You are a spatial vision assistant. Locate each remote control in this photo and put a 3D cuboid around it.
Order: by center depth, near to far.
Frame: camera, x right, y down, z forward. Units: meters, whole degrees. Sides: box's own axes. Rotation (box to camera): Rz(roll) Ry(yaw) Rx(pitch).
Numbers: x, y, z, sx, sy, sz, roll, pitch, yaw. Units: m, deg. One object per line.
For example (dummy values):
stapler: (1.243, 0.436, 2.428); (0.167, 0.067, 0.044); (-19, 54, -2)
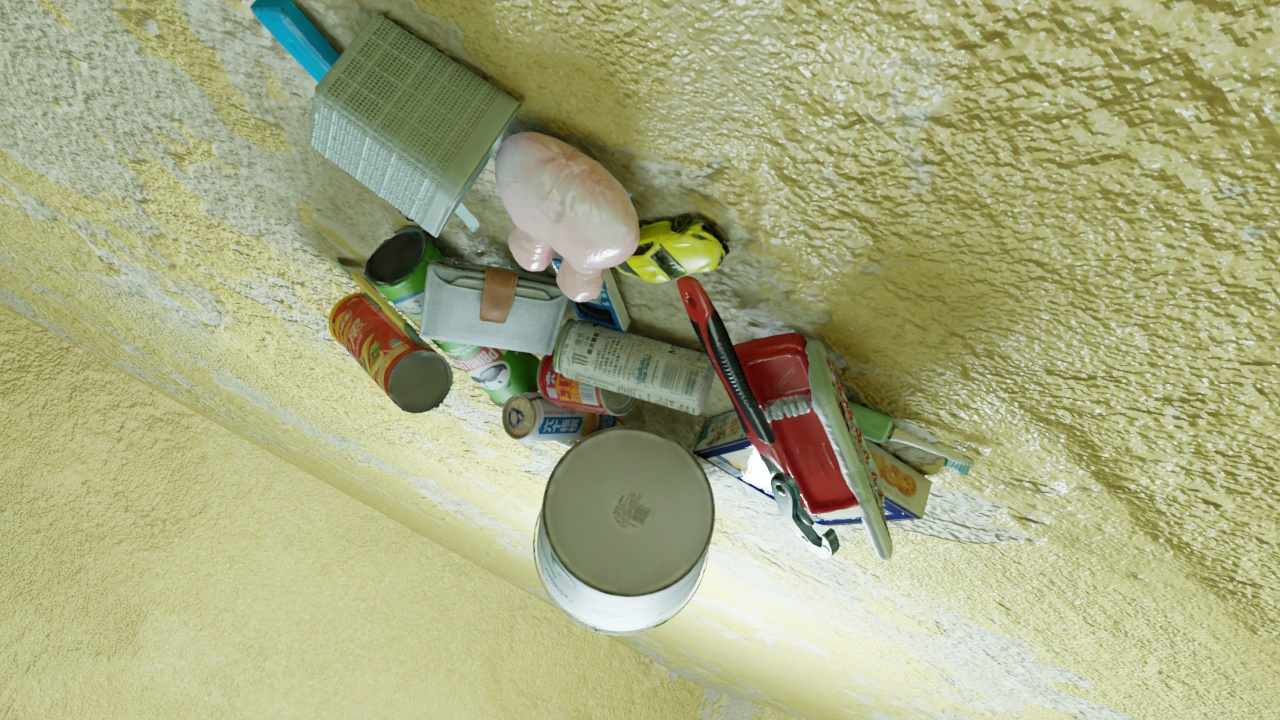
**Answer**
remote control: (-0.041, -0.062, 0.808); (0.049, 0.024, 0.125); (18, 161, 16)

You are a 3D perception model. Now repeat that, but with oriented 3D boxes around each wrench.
wrench: (0.094, 0.050, 0.750); (0.056, 0.016, 0.273); (6, 128, 62)

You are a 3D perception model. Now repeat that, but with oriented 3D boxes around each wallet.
wallet: (-0.137, -0.046, 0.854); (0.129, 0.036, 0.107); (8, 143, -13)

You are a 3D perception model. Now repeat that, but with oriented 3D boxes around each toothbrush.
toothbrush: (0.189, 0.051, 0.821); (0.224, 0.026, 0.027); (21, 118, 8)

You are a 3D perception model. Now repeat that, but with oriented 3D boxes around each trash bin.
trash bin: (-0.020, 0.195, 1.072); (0.229, 0.229, 0.252); (23, 161, 5)

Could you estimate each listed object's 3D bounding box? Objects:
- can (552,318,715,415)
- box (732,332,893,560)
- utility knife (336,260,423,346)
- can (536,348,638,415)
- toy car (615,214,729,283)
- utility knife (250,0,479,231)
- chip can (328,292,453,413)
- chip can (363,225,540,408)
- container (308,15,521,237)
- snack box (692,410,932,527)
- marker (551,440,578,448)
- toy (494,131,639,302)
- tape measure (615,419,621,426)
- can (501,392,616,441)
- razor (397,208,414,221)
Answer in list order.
can: (-0.005, 0.005, 0.863); (0.147, 0.058, 0.058); (16, 157, 11)
box: (0.145, 0.078, 0.773); (0.110, 0.099, 0.201); (-12, 126, 25)
utility knife: (-0.283, -0.069, 0.979); (0.201, 0.021, 0.031); (43, 162, 42)
can: (-0.054, 0.020, 0.949); (0.094, 0.066, 0.066); (5, 151, 39)
toy car: (0.019, -0.081, 0.695); (0.105, 0.032, 0.048); (-3, 145, 47)
utility knife: (-0.197, -0.178, 0.699); (0.034, 0.018, 0.234); (-2, 142, 39)
chip can: (-0.278, -0.013, 1.010); (0.073, 0.073, 0.217); (44, 172, -39)
chip can: (-0.185, -0.038, 0.950); (0.072, 0.072, 0.236); (10, 153, 32)
container: (-0.157, -0.161, 0.627); (0.111, 0.090, 0.090); (34, 156, -13)
snack box: (0.171, 0.109, 0.943); (0.178, 0.045, 0.183); (32, 157, -14)
marker: (-0.070, 0.125, 1.269); (0.146, 0.016, 0.017); (22, 158, 8)
toy: (-0.059, -0.104, 0.686); (0.121, 0.054, 0.160); (35, 153, 4)
tape measure: (-0.053, 0.083, 1.140); (0.060, 0.028, 0.057); (25, 157, -2)
can: (-0.089, 0.063, 1.021); (0.053, 0.053, 0.134); (6, -179, 39)
razor: (-0.210, -0.156, 0.777); (0.043, 0.022, 0.143); (23, 158, 8)
